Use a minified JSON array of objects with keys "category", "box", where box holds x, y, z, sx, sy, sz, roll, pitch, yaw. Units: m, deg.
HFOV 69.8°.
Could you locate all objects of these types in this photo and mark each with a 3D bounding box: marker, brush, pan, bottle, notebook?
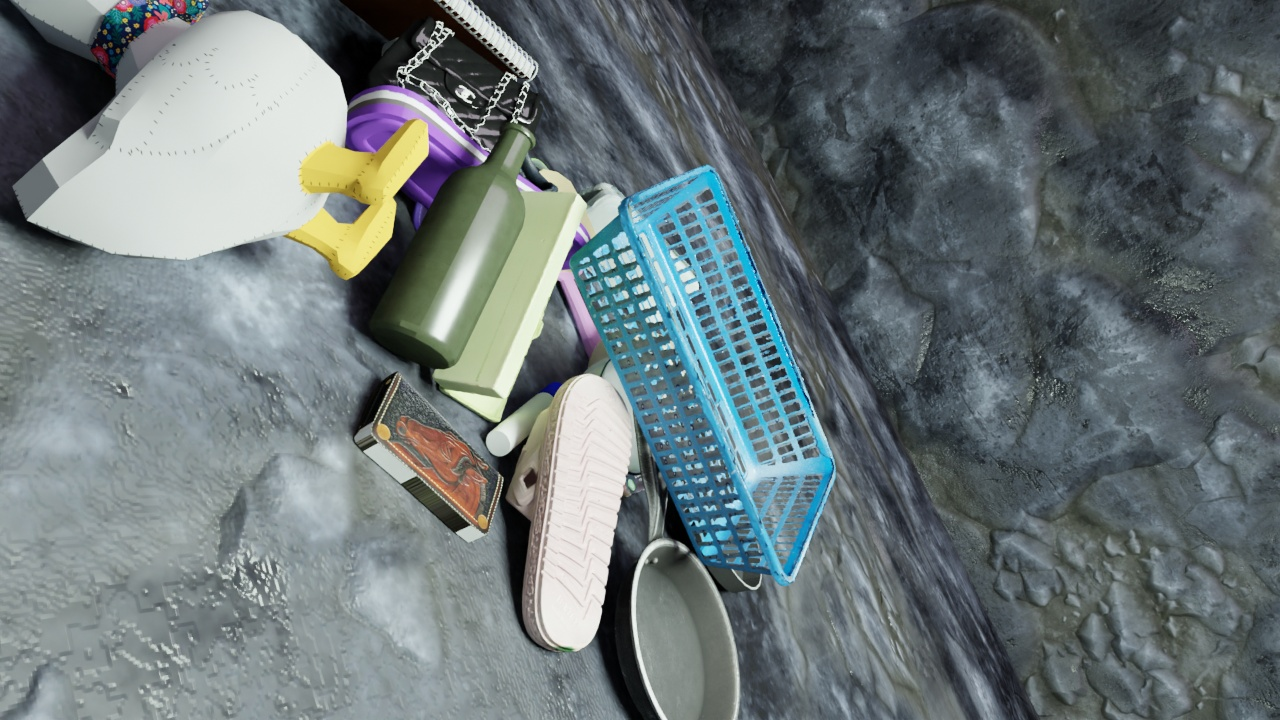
[{"category":"marker","box":[-0.100,0.051,0.817,0.023,0.027,0.133,59,23,-6]},{"category":"brush","box":[-0.077,-0.108,1.035,0.089,0.043,0.228,-6,71,-61]},{"category":"pan","box":[0.020,0.173,0.838,0.187,0.055,0.356,16,56,-59]},{"category":"pan","box":[0.070,0.106,1.096,0.225,0.034,0.355,48,24,-51]},{"category":"bottle","box":[-0.136,-0.097,0.720,0.071,0.072,0.206,41,62,-42]},{"category":"notebook","box":[-0.221,-0.338,0.880,0.209,0.172,0.022,31,79,-54]}]

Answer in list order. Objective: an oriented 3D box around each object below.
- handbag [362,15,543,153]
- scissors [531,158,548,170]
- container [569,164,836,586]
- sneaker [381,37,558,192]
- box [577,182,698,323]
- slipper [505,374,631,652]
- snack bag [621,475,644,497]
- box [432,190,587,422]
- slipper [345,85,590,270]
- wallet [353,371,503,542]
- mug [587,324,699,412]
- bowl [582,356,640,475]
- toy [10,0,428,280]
[{"category":"handbag","box":[-0.163,-0.243,0.836,0.153,0.115,0.124,30,60,-16]},{"category":"scissors","box":[-0.145,-0.224,1.083,0.171,0.025,0.159,6,63,-60]},{"category":"container","box":[0.066,0.009,0.883,0.362,0.089,0.256,66,27,-9]},{"category":"sneaker","box":[-0.167,-0.236,0.942,0.235,0.087,0.089,52,22,-23]},{"category":"box","box":[-0.011,-0.126,1.157,0.215,0.123,0.083,42,51,-32]},{"category":"slipper","box":[-0.066,0.119,0.759,0.094,0.065,0.238,38,47,-41]},{"category":"snack bag","box":[0.000,0.103,0.999,0.074,0.018,0.155,65,22,8]},{"category":"box","box":[-0.094,-0.048,0.759,0.091,0.084,0.187,35,66,-40]},{"category":"slipper","box":[-0.155,-0.124,0.816,0.266,0.107,0.083,37,53,-47]},{"category":"wallet","box":[-0.152,0.072,0.674,0.123,0.019,0.072,50,27,-27]},{"category":"mug","box":[-0.006,0.006,0.993,0.099,0.096,0.120,22,39,-34]},{"category":"bowl","box":[-0.033,0.055,0.894,0.118,0.062,0.118,22,64,-55]},{"category":"toy","box":[-0.268,-0.153,0.545,0.267,0.141,0.246,30,47,-12]}]
